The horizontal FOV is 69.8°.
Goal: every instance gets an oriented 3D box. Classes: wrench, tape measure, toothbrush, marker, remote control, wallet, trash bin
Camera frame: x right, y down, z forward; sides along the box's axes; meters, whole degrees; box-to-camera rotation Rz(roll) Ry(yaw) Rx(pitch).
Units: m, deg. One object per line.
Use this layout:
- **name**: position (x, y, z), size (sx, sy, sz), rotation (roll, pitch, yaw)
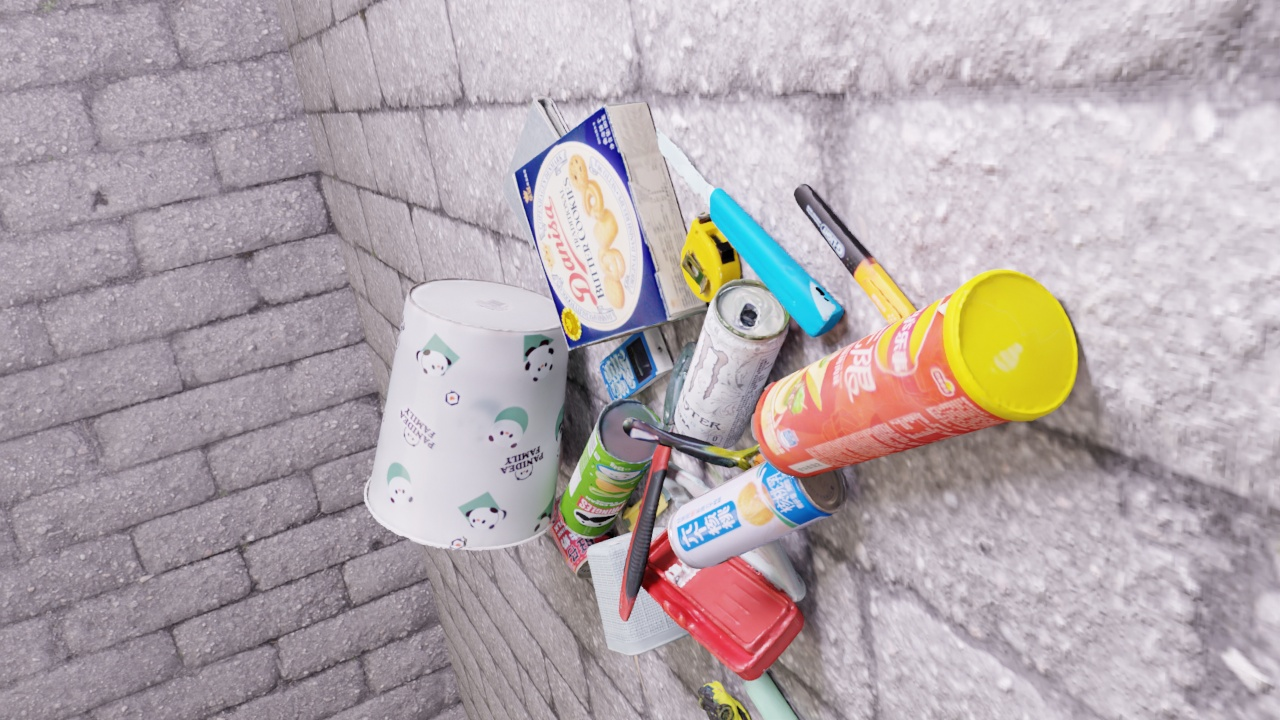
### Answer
- **wrench**: position (0.015, 0.110, 0.816), size (0.056, 0.016, 0.274), rotation (-118, 40, -67)
- **tape measure**: position (0.051, -0.073, 0.704), size (0.057, 0.028, 0.060), rotation (60, 155, 25)
- **toothbrush**: position (0.155, 0.360, 0.784), size (0.026, 0.027, 0.224), rotation (37, -168, -51)
- **marker**: position (0.127, -0.064, 0.555), size (0.123, 0.015, 0.018), rotation (60, 150, 31)
- **remote control**: position (-0.005, 0.005, 0.893), size (0.125, 0.024, 0.049), rotation (-38, 71, 63)
- **wallet**: position (-0.097, -0.186, 0.943), size (0.106, 0.036, 0.130), rotation (61, 143, 22)
- **trash bin**: position (-0.189, 0.052, 1.057), size (0.229, 0.229, 0.252), rotation (39, 124, 53)

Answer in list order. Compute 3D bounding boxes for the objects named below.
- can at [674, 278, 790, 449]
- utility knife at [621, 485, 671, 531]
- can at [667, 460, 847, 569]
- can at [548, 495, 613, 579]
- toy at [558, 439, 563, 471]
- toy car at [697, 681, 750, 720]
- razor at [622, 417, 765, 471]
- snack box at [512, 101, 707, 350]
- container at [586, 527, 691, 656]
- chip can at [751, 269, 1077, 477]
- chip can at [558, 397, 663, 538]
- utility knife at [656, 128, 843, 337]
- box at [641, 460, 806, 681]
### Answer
- **can**: position (0.066, 0.007, 0.689), size (0.058, 0.058, 0.147), rotation (59, 154, 29)
- **utility knife**: position (0.011, 0.154, 0.984), size (0.031, 0.021, 0.202), rotation (60, 151, 13)
- **can**: position (0.081, 0.108, 0.667), size (0.135, 0.053, 0.053), rotation (-35, 72, 39)
- **can**: position (-0.073, 0.217, 1.145), size (0.093, 0.066, 0.067), rotation (57, 153, 33)
- **toy**: position (-0.144, 0.086, 1.237), size (0.159, 0.054, 0.121), rotation (-128, 30, -56)
- **toy car**: position (0.095, 0.370, 0.923), size (0.105, 0.032, 0.048), rotation (64, 158, -8)
- **razor**: position (0.051, 0.067, 0.700), size (0.143, 0.022, 0.043), rotation (13, 135, 17)
- **snack box**: position (-0.032, -0.109, 0.811), size (0.183, 0.045, 0.178), rotation (-15, 93, 57)
- **container**: position (0.001, 0.240, 0.970), size (0.090, 0.090, 0.111), rotation (-29, 76, 67)
- **chip can**: position (0.139, 0.019, 0.516), size (0.073, 0.073, 0.217), rotation (69, 157, 8)
- **chip can**: position (-0.036, 0.122, 0.986), size (0.072, 0.072, 0.237), rotation (63, 155, 21)
- **utility knife**: position (0.068, -0.099, 0.659), size (0.234, 0.018, 0.034), rotation (54, 153, 34)
- **box**: position (0.053, 0.168, 0.788), size (0.100, 0.110, 0.201), rotation (51, 168, -26)
